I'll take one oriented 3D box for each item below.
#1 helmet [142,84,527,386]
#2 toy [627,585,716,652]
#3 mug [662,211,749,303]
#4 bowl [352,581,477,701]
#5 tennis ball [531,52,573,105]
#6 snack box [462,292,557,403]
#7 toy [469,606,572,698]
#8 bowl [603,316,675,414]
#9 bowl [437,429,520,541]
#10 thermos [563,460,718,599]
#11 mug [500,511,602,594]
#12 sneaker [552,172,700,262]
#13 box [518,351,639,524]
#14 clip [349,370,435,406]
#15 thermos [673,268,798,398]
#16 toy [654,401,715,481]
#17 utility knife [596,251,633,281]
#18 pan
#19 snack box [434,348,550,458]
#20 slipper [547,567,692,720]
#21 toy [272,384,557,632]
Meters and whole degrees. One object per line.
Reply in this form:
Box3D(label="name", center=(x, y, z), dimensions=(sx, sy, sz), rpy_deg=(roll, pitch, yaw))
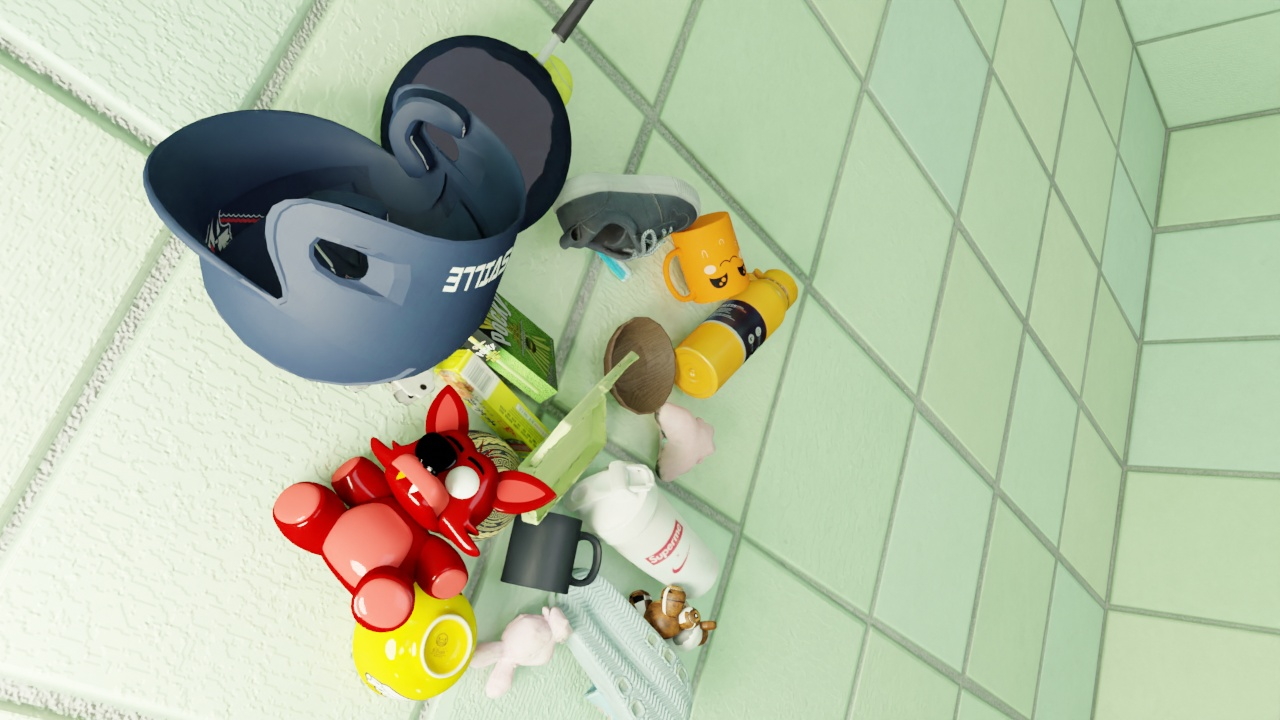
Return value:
Box3D(label="helmet", center=(-0.244, -0.097, 0.720), dimensions=(0.272, 0.224, 0.231), rpy_deg=(32, 37, -12))
Box3D(label="toy", center=(0.042, 0.314, 1.100), dimensions=(0.112, 0.087, 0.067), rpy_deg=(34, 48, -49))
Box3D(label="mug", center=(0.075, -0.124, 1.162), dimensions=(0.112, 0.078, 0.096), rpy_deg=(-28, 110, -24))
Box3D(label="bowl", center=(-0.199, 0.260, 0.854), dimensions=(0.117, 0.068, 0.117), rpy_deg=(3, 87, -47))
Box3D(label="tennis ball", center=(-0.104, -0.293, 0.976), dimensions=(0.065, 0.065, 0.065), rpy_deg=(2, 87, -47))
Box3D(label="snack box", center=(-0.142, -0.028, 0.926), dimensions=(0.147, 0.025, 0.080), rpy_deg=(42, 26, -38))
Box3D(label="toy", center=(-0.124, 0.296, 0.950), dimensions=(0.109, 0.047, 0.063), rpy_deg=(-30, 114, -28))
Box3D(label="bowl", center=(-0.006, 0.007, 1.096), dimensions=(0.117, 0.030, 0.118), rpy_deg=(2, 87, -47))
Box3D(label="bowl", center=(-0.156, 0.125, 0.908), dimensions=(0.112, 0.061, 0.112), rpy_deg=(2, 87, -47))
Box3D(label="thermos", center=(0.012, 0.196, 1.067), dimensions=(0.220, 0.099, 0.099), rpy_deg=(48, 56, -39))
Box3D(label="mug", center=(-0.088, 0.203, 0.964), dimensions=(0.105, 0.071, 0.077), rpy_deg=(19, 74, -27))
Box3D(label="sneaker", center=(-0.006, -0.156, 1.047), dimensions=(0.235, 0.089, 0.087), rpy_deg=(-6, 76, -46))
Box3D(label="box", center=(-0.067, 0.073, 0.954), dimensions=(0.187, 0.047, 0.141), rpy_deg=(-47, 164, -58))
Box3D(label="clip", center=(-0.225, 0.016, 0.873), dimensions=(0.054, 0.040, 0.101), rpy_deg=(53, 52, -7))
Box3D(label="thermos", center=(0.126, -0.050, 1.208), dimensions=(0.231, 0.076, 0.091), rpy_deg=(-42, 115, -39))
Box3D(label="toy", center=(0.057, 0.100, 1.143), dimensions=(0.095, 0.053, 0.099), rpy_deg=(1, 85, -40))
Box3D(label="utility knife", center=(-0.049, -0.137, 1.070), dimensions=(0.123, 0.015, 0.022), rpy_deg=(47, 44, -32))
Box3D(label="pan", center=(-0.114, -0.283, 0.921), dimensions=(0.198, 0.021, 0.356), rpy_deg=(40, 77, -31))
Box3D(label="snack box", center=(-0.146, 0.046, 0.938), dimensions=(0.148, 0.040, 0.028), rpy_deg=(51, 55, -33))
Box3D(label="slipper", center=(-0.026, 0.340, 1.037), dimensions=(0.245, 0.074, 0.103), rpy_deg=(56, 48, -9))
Box3D(label="toy", center=(-0.196, 0.127, 0.805), dimensions=(0.196, 0.158, 0.121), rpy_deg=(-40, 161, -23))
